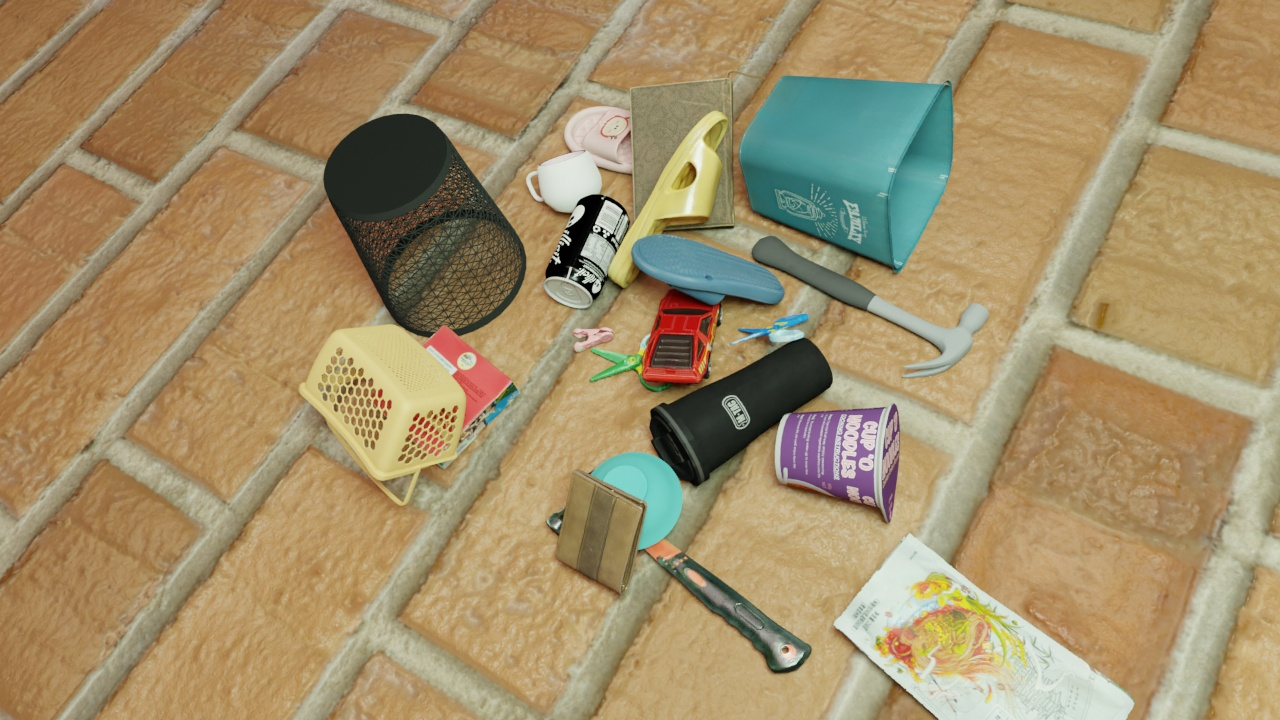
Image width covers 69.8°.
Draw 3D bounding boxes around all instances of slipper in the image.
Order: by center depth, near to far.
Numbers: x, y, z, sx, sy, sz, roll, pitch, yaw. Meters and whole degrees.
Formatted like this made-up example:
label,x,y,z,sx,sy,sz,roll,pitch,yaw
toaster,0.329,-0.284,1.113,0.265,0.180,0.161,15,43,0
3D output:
label,x,y,z,sx,sy,sz,roll,pitch,yaw
slipper,0.087,-0.104,1.172,0.213,0.059,0.103,12,32,-21
slipper,0.054,-0.203,1.222,0.078,0.099,0.264,35,101,6
slipper,-0.010,-0.327,1.362,0.222,0.056,0.106,24,67,21

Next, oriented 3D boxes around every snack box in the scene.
label,x,y,z,sx,sy,sz,roll,pitch,yaw
snack box,-0.260,0.046,1.215,0.142,0.040,0.144,36,74,27

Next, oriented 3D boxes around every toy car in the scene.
label,x,y,z,sx,sy,sz,roll,pitch,yaw
toy car,0.054,-0.035,1.161,0.082,0.056,0.188,3,37,12

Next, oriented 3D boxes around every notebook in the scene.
label,x,y,z,sx,sy,sz,roll,pitch,yaw
notebook,0.079,-0.289,1.286,0.190,0.034,0.215,-2,86,12

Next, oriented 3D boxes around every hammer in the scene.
label,x,y,z,sx,sy,sz,roll,pitch,yaw
hammer,0.050,0.238,1.050,0.333,0.033,0.133,36,73,26
hammer,0.275,-0.081,1.179,0.311,0.029,0.124,31,71,26

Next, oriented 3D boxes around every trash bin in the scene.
label,x,y,z,sx,sy,sz,roll,pitch,yaw
trash bin,0.266,-0.258,1.195,0.219,0.197,0.198,21,67,29
trash bin,-0.292,-0.184,1.232,0.217,0.243,0.216,-5,60,9

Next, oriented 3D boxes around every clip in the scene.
label,x,y,z,sx,sy,sz,roll,pitch,yaw
clip,-0.067,-0.027,1.226,0.059,0.023,0.049,16,70,21

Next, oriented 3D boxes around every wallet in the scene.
label,x,y,z,sx,sy,sz,roll,pitch,yaw
wallet,-0.046,0.193,1.033,0.099,0.121,0.026,23,25,27

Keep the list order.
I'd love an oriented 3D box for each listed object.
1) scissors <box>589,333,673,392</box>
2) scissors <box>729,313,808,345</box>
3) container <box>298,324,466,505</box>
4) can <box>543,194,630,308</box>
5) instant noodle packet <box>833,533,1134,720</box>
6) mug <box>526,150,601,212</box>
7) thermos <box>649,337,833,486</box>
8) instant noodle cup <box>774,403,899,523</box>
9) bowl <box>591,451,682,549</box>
label,x,y,z,sx,sy,sz,roll,pitch,yaw
scissors,-0.008,-0.005,1.206,0.130,0.012,0.116,19,66,20
scissors,0.166,-0.036,1.150,0.125,0.130,0.013,-19,101,-22
container,-0.316,0.067,1.129,0.183,0.129,0.167,40,119,26
can,-0.073,-0.151,1.262,0.080,0.080,0.145,13,65,19
instant noodle packet,0.345,0.309,0.933,0.269,0.057,0.146,38,76,22
mug,-0.115,-0.255,1.331,0.124,0.076,0.090,-2,26,36
thermos,0.121,0.055,1.098,0.218,0.106,0.106,-30,59,-11
instant noodle cup,0.223,0.113,1.045,0.122,0.121,0.137,3,106,24
bowl,-0.015,0.154,1.061,0.121,0.046,0.121,-5,62,9
